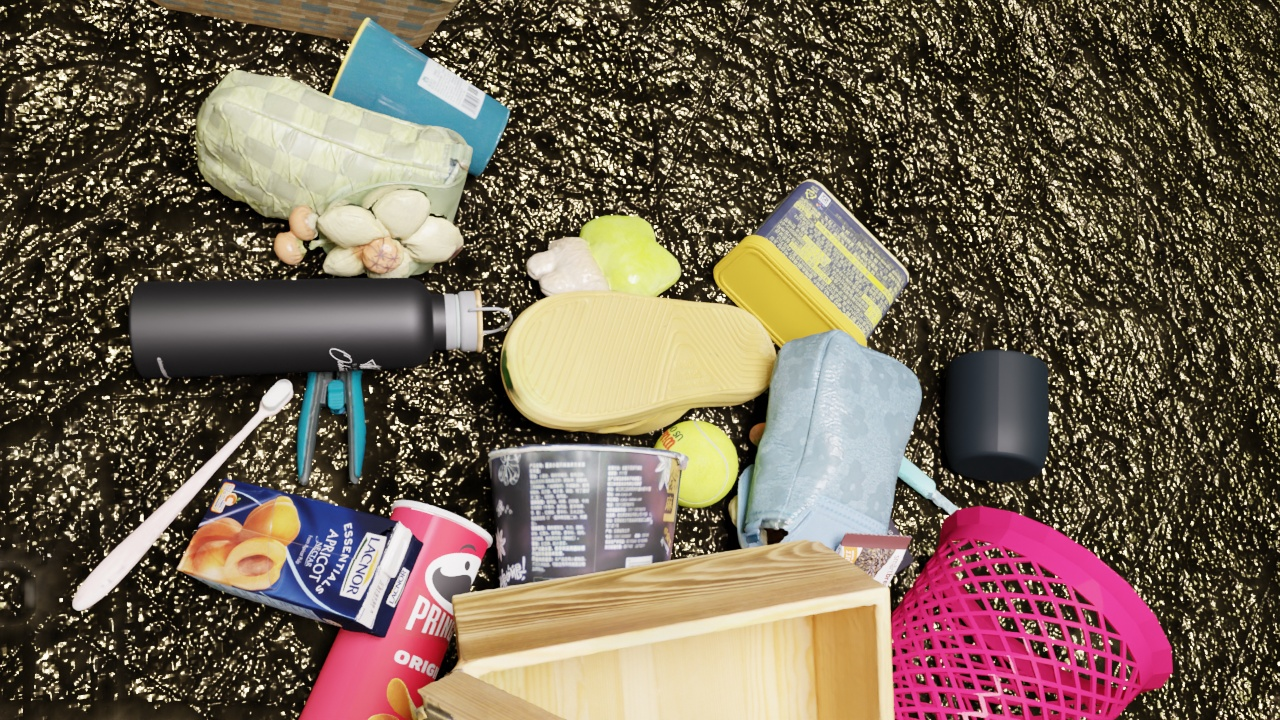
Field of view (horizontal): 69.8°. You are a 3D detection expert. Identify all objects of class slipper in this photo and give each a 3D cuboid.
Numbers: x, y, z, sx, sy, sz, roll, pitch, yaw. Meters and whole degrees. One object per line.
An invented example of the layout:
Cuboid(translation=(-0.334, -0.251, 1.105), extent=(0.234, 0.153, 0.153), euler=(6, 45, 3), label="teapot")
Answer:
Cuboid(translation=(-0.004, 0.004, 0.694), extent=(0.262, 0.079, 0.099), euler=(-3, 72, -42), label="slipper")

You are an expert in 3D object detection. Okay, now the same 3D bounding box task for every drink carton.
Cuboid(translation=(-0.201, 0.118, 0.547), extent=(0.130, 0.040, 0.064), euler=(10, 64, 18), label="drink carton")

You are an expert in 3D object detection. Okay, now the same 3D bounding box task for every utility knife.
Cuboid(translation=(0.243, 0.105, 0.793), extent=(0.179, 0.016, 0.022), euler=(39, 62, -4), label="utility knife")

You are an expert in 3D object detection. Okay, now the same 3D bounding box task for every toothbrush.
Cuboid(translation=(-0.283, 0.080, 0.577), extent=(0.015, 0.018, 0.180), euler=(39, 62, -6), label="toothbrush")

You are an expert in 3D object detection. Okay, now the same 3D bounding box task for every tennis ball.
Cuboid(translation=(0.040, 0.078, 0.688), extent=(0.065, 0.065, 0.065), euler=(8, 69, -21), label="tennis ball")

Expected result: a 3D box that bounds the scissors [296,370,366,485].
Cuboid(translation=(-0.205, 0.018, 0.631), extent=(0.140, 0.019, 0.128), euler=(44, 65, 4), label="scissors")

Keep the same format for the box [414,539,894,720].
Cuboid(translation=(0.019, 0.274, 0.414), extent=(0.282, 0.315, 0.279), euler=(-6, 100, -12), label="box")

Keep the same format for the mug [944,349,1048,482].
Cuboid(translation=(0.322, 0.058, 0.815), extent=(0.121, 0.085, 0.094), euler=(33, 58, -43), label="mug")

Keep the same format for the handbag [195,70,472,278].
Cuboid(translation=(-0.209, -0.112, 0.621), extent=(0.186, 0.113, 0.116), euler=(17, 52, -15), label="handbag")

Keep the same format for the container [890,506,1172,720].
Cuboid(translation=(0.230, 0.248, 0.657), extent=(0.225, 0.183, 0.183), euler=(-40, 90, -22), label="container")

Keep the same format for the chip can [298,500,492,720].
Cuboid(translation=(-0.162, 0.200, 0.556), extent=(0.069, 0.069, 0.220), euler=(26, 64, -13), label="chip can")

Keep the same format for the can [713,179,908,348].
Cuboid(translation=(0.148, -0.072, 0.785), extent=(0.135, 0.075, 0.104), euler=(44, 58, -3), label="can")

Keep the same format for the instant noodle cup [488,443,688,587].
Cuboid(translation=(-0.037, 0.117, 0.605), extent=(0.137, 0.137, 0.112), euler=(6, 76, -21), label="instant noodle cup")

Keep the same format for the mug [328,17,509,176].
Cuboid(translation=(-0.166, -0.193, 0.695), extent=(0.121, 0.078, 0.078), euler=(25, 64, -18), label="mug")

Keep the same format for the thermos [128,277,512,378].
Cuboid(translation=(-0.200, -0.023, 0.603), extent=(0.231, 0.061, 0.061), euler=(-2, 72, -14), label="thermos")

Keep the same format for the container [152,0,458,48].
Cuboid(translation=(-0.241, -0.340, 0.648), extent=(0.249, 0.187, 0.157), euler=(3, 70, -22), label="container")

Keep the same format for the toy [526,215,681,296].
Cuboid(translation=(-0.031, -0.076, 0.719), extent=(0.115, 0.046, 0.092), euler=(-17, 53, -23), label="toy")

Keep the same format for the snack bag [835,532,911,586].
Cuboid(translation=(0.143, 0.189, 0.662), extent=(0.057, 0.158, 0.013), euler=(7, 26, -22), label="snack bag")

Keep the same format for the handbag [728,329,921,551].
Cuboid(translation=(0.132, 0.078, 0.700), extent=(0.121, 0.119, 0.191), euler=(24, 70, -28), label="handbag")

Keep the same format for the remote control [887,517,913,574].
Cuboid(translation=(0.180, 0.113, 0.764), extent=(0.032, 0.015, 0.136), euler=(-22, 79, -28), label="remote control")
